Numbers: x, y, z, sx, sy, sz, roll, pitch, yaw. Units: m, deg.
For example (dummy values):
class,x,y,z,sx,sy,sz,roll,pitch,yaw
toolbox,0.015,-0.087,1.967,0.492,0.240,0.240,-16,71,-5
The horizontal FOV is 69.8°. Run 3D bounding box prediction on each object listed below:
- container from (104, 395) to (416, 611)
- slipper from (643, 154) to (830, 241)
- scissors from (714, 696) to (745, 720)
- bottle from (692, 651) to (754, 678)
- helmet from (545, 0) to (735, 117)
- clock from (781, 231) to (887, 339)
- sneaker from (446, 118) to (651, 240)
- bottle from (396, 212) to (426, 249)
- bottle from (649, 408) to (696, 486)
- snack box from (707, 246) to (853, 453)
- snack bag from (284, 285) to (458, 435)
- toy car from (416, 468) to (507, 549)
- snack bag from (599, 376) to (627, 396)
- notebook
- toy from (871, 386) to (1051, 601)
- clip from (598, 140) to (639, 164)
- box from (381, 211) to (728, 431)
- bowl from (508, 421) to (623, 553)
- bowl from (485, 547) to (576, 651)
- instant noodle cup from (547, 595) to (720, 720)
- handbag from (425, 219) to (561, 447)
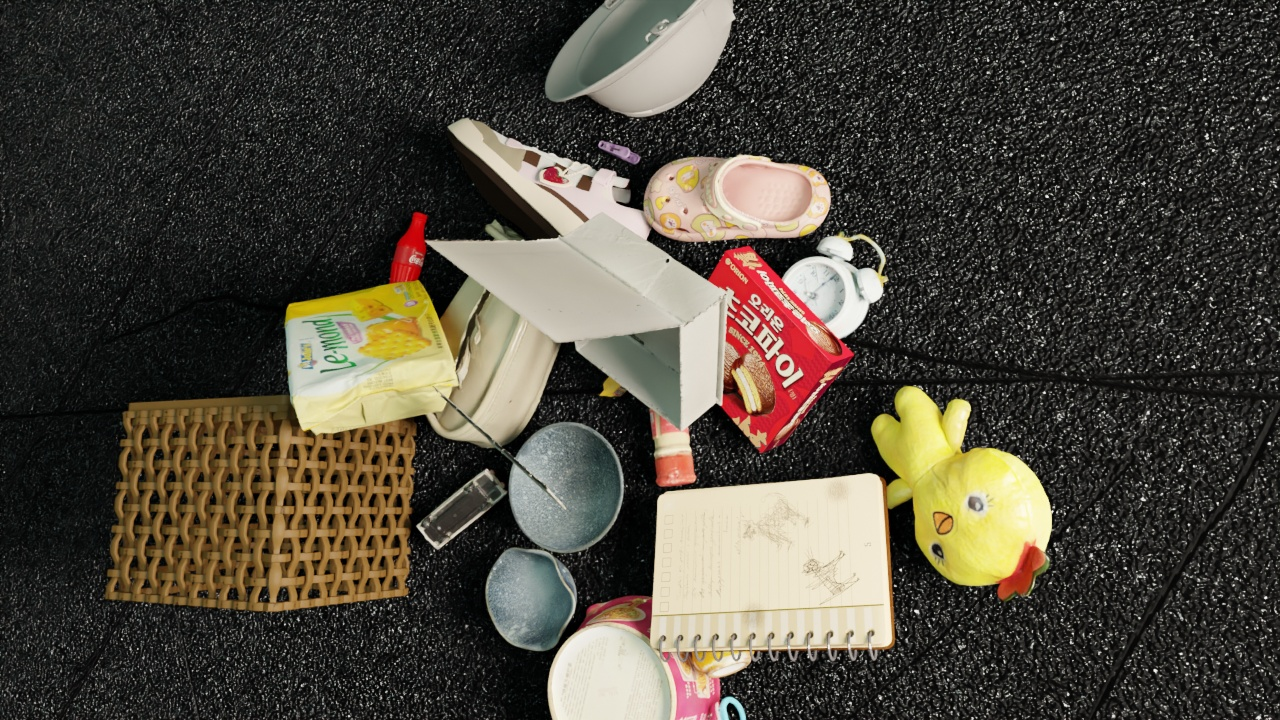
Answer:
class,x,y,z,sx,sy,sz,roll,pitch,yaw
container,-0.427,0.163,1.059,0.252,0.219,0.214,-3,80,24
slipper,0.094,-0.176,0.943,0.197,0.081,0.093,3,78,17
scissors,0.066,0.391,0.869,0.015,0.129,0.135,-42,47,55
bottle,0.069,0.252,0.903,0.063,0.063,0.108,-31,58,17
helmet,0.032,-0.341,0.993,0.271,0.117,0.183,-39,37,8
clock,0.188,-0.072,0.901,0.118,0.057,0.083,-47,66,19
sneaker,-0.101,-0.205,1.045,0.116,0.112,0.294,-42,64,-11
bottle,-0.289,-0.126,1.144,0.036,0.036,0.119,13,87,26
bottle,0.032,0.076,0.959,0.044,0.044,0.109,-12,76,23
snack box,0.113,-0.011,0.904,0.152,0.035,0.133,50,133,23
snack bag,-0.290,-0.007,0.980,0.159,0.068,0.247,-14,32,-14
toy car,-0.203,0.169,1.056,0.113,0.039,0.039,-39,94,15
snack bag,-0.006,0.006,0.997,0.099,0.026,0.020,-46,66,10
notebook,0.117,0.193,0.853,0.226,0.024,0.167,-9,59,25
toy,0.282,0.114,0.812,0.207,0.092,0.134,51,136,29
clip,-0.027,-0.239,1.048,0.051,0.032,0.013,28,94,28
box,-0.048,-0.033,0.816,0.167,0.329,0.165,36,110,29
bowl,-0.069,0.137,0.988,0.137,0.057,0.137,-4,80,24
bowl,-0.109,0.251,0.986,0.110,0.055,0.110,-1,89,27
instant noodle cup,-0.017,0.330,0.921,0.179,0.077,0.178,-4,79,24
handbag,-0.187,-0.033,1.038,0.184,0.132,0.229,41,97,32
